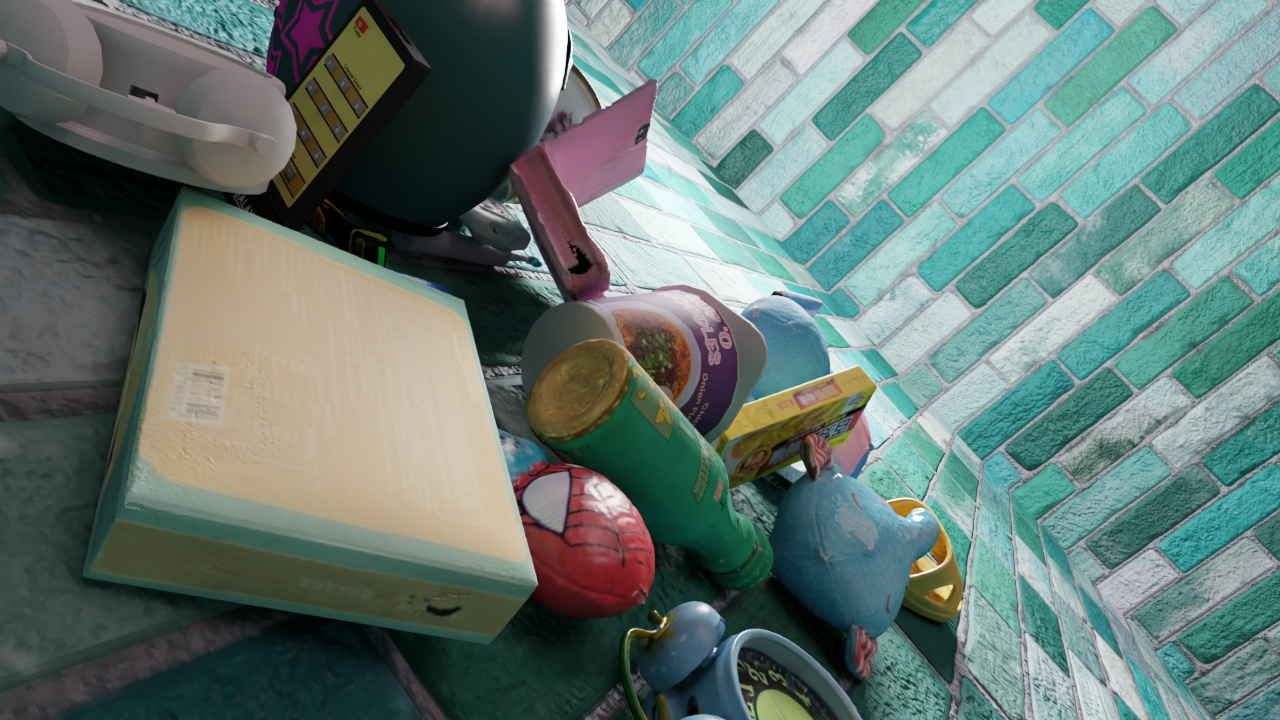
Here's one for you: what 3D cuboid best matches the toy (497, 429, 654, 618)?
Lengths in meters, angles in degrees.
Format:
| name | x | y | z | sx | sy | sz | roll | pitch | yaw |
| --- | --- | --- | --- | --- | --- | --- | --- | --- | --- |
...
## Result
| name | x | y | z | sx | sy | sz | roll | pitch | yaw |
| --- | --- | --- | --- | --- | --- | --- | --- | --- | --- |
| toy | -0.048 | 0.073 | 0.445 | 0.133 | 0.062 | 0.092 | 38 | 7 | 12 |

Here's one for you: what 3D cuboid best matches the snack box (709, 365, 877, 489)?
| name | x | y | z | sx | sy | sz | roll | pitch | yaw |
| --- | --- | --- | --- | --- | --- | --- | --- | --- | --- |
| snack box | 0.110 | 0.055 | 0.710 | 0.152 | 0.075 | 0.025 | -17 | 53 | -30 |

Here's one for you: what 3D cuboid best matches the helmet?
| name | x | y | z | sx | sy | sz | roll | pitch | yaw |
| --- | --- | --- | --- | --- | --- | --- | --- | --- | --- |
| helmet | -0.144 | -0.224 | 0.611 | 0.176 | 0.201 | 0.274 | 23 | 25 | -32 |

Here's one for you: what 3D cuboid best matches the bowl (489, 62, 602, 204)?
| name | x | y | z | sx | sy | sz | roll | pitch | yaw |
| --- | --- | --- | --- | --- | --- | --- | --- | --- | --- |
| bowl | -0.119 | -0.190 | 0.779 | 0.160 | 0.160 | 0.093 | 40 | 58 | -20 |

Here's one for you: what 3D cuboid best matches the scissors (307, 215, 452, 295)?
| name | x | y | z | sx | sy | sz | roll | pitch | yaw |
| --- | --- | --- | --- | --- | --- | --- | --- | --- | --- |
| scissors | -0.153 | -0.046 | 0.542 | 0.125 | 0.016 | 0.123 | 40 | 21 | -15 |

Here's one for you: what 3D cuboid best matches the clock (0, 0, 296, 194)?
| name | x | y | z | sx | sy | sz | roll | pitch | yaw |
| --- | --- | --- | --- | --- | --- | --- | --- | --- | --- |
| clock | -0.214 | -0.111 | 0.401 | 0.119 | 0.061 | 0.159 | 18 | 13 | -22 |

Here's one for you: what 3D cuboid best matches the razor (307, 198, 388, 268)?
| name | x | y | z | sx | sy | sz | roll | pitch | yaw |
| --- | --- | --- | --- | --- | --- | --- | --- | --- | --- |
| razor | -0.183 | -0.086 | 0.501 | 0.144 | 0.044 | 0.021 | 39 | 44 | 23 |

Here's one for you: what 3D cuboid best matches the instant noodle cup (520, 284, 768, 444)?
| name | x | y | z | sx | sy | sz | roll | pitch | yaw |
| --- | --- | --- | --- | --- | --- | --- | --- | --- | --- |
| instant noodle cup | -0.004 | 0.004 | 0.613 | 0.121 | 0.137 | 0.122 | 1 | 79 | -54 |

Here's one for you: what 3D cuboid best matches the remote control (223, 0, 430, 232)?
| name | x | y | z | sx | sy | sz | roll | pitch | yaw |
| --- | --- | --- | --- | --- | --- | --- | --- | --- | --- |
| remote control | -0.164 | -0.118 | 0.469 | 0.058 | 0.134 | 0.013 | 54 | 19 | 25 |

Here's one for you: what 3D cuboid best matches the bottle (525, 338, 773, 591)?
| name | x | y | z | sx | sy | sz | roll | pitch | yaw |
| --- | --- | --- | --- | --- | --- | --- | --- | --- | --- |
| bottle | 0.018 | 0.074 | 0.550 | 0.210 | 0.068 | 0.068 | 49 | 12 | -38 |

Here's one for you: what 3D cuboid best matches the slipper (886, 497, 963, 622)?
| name | x | y | z | sx | sy | sz | roll | pitch | yaw |
| --- | --- | --- | --- | --- | --- | --- | --- | --- | --- |
| slipper | 0.264 | 0.185 | 0.909 | 0.263 | 0.078 | 0.099 | 32 | 24 | -39 |

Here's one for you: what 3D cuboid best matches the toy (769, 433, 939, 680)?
| name | x | y | z | sx | sy | sz | roll | pitch | yaw |
| --- | --- | --- | --- | --- | --- | --- | --- | --- | --- |
| toy | 0.176 | 0.147 | 0.719 | 0.180 | 0.115 | 0.183 | 10 | 64 | -58 |

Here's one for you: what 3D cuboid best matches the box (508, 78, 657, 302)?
| name | x | y | z | sx | sy | sz | roll | pitch | yaw |
| --- | --- | --- | --- | --- | --- | --- | --- | --- | --- |
| box | -0.021 | -0.105 | 0.667 | 0.232 | 0.115 | 0.106 | 118 | -53 | -86 |

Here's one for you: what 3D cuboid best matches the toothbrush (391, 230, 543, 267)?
| name | x | y | z | sx | sy | sz | roll | pitch | yaw |
| --- | --- | --- | --- | --- | --- | --- | --- | --- | --- |
| toothbrush | -0.122 | -0.083 | 0.692 | 0.019 | 0.018 | 0.187 | 40 | 14 | 17 |

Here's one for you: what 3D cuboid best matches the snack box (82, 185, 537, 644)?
| name | x | y | z | sx | sy | sz | roll | pitch | yaw |
| --- | --- | --- | --- | --- | --- | --- | --- | --- | --- |
| snack box | -0.128 | 0.015 | 0.373 | 0.141 | 0.044 | 0.193 | 23 | 26 | -34 |

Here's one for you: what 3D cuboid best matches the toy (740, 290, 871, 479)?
| name | x | y | z | sx | sy | sz | roll | pitch | yaw |
| --- | --- | --- | --- | --- | --- | --- | --- | --- | --- |
| toy | 0.135 | 0.040 | 0.817 | 0.191 | 0.099 | 0.223 | 55 | 42 | -13 |

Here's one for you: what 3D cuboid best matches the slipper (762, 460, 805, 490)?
| name | x | y | z | sx | sy | sz | roll | pitch | yaw |
| --- | --- | --- | --- | --- | --- | --- | --- | --- | --- |
| slipper | 0.103 | 0.015 | 0.932 | 0.116 | 0.070 | 0.276 | 25 | 27 | -43 |

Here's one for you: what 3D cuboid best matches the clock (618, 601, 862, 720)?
| name | x | y | z | sx | sy | sz | roll | pitch | yaw |
| --- | --- | --- | --- | --- | --- | --- | --- | --- | --- |
| clock | 0.047 | 0.178 | 0.429 | 0.162 | 0.060 | 0.118 | 33 | 23 | -28 |

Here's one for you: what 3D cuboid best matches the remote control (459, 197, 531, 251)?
| name | x | y | z | sx | sy | sz | roll | pitch | yaw |
| --- | --- | --- | --- | --- | --- | --- | --- | --- | --- |
| remote control | -0.119 | -0.108 | 0.699 | 0.050 | 0.022 | 0.133 | 22 | 12 | -24 |
